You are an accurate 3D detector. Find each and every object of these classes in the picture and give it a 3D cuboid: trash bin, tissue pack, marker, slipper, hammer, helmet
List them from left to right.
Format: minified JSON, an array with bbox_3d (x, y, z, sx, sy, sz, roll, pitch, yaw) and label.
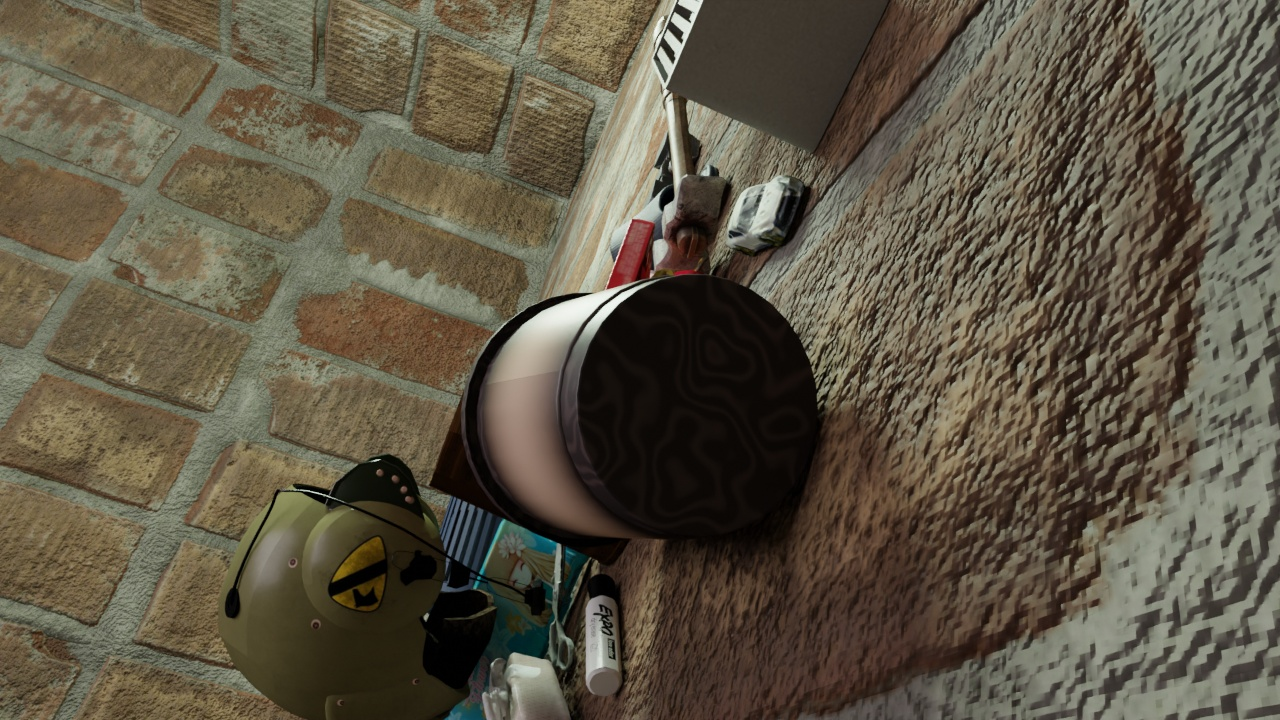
[{"bbox_3d":[-0.227,0.209,0.804,0.250,0.255,0.232,164,128,-76],"label":"helmet"},{"bbox_3d":[-0.191,0.214,1.186,0.140,0.139,0.248,127,159,-57],"label":"trash bin"},{"bbox_3d":[-0.096,0.296,0.715,0.181,0.071,0.104,-162,85,-81],"label":"tissue pack"},{"bbox_3d":[-0.028,0.200,0.685,0.125,0.025,0.025,-100,32,-70],"label":"marker"},{"bbox_3d":[-0.005,-0.144,1.205,0.323,0.043,0.155,120,166,-52],"label":"hammer"},{"bbox_3d":[0.002,-0.103,0.964,0.101,0.082,0.264,-78,13,-50],"label":"slipper"},{"bbox_3d":[0.035,-0.220,0.857,0.122,0.049,0.318,102,167,-52],"label":"hammer"},{"bbox_3d":[0.088,-0.258,0.723,0.228,0.114,0.115,-94,27,-67],"label":"trash bin"}]

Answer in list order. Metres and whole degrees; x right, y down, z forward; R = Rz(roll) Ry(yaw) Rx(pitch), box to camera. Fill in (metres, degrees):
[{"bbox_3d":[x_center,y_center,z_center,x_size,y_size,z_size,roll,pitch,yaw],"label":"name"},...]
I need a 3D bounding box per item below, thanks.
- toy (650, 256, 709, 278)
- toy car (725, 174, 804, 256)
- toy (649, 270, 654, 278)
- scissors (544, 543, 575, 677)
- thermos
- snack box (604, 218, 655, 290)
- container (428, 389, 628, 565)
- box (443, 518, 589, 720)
[{"bbox_3d":[0.033,-0.039,0.760,0.137,0.067,0.105,97,-165,-82],"label":"toy"},{"bbox_3d":[0.087,-0.107,0.671,0.105,0.033,0.048,-179,111,-78],"label":"toy car"},{"bbox_3d":[-0.003,-0.052,0.863,0.095,0.053,0.099,-28,21,-15],"label":"toy"},{"bbox_3d":[-0.078,0.226,0.834,0.090,0.014,0.171,-55,34,40],"label":"scissors"},{"bbox_3d":[-0.008,0.031,0.549,0.226,0.172,0.172,-15,55,70],"label":"thermos"},{"bbox_3d":[-0.012,-0.038,0.748,0.133,0.021,0.089,95,-169,-53],"label":"snack box"},{"bbox_3d":[-0.087,0.089,0.801,0.132,0.167,0.132,-161,91,-80],"label":"container"},{"bbox_3d":[-0.149,0.250,0.923,0.172,0.083,0.227,34,104,51],"label":"box"}]
